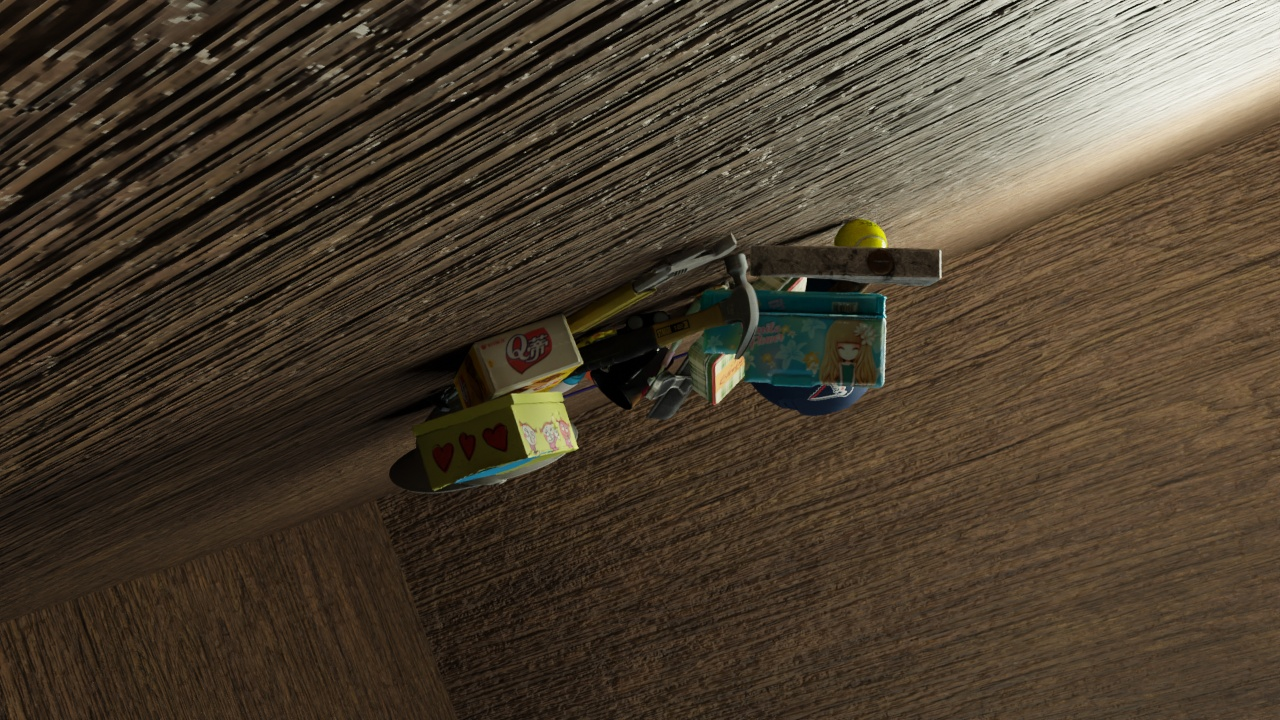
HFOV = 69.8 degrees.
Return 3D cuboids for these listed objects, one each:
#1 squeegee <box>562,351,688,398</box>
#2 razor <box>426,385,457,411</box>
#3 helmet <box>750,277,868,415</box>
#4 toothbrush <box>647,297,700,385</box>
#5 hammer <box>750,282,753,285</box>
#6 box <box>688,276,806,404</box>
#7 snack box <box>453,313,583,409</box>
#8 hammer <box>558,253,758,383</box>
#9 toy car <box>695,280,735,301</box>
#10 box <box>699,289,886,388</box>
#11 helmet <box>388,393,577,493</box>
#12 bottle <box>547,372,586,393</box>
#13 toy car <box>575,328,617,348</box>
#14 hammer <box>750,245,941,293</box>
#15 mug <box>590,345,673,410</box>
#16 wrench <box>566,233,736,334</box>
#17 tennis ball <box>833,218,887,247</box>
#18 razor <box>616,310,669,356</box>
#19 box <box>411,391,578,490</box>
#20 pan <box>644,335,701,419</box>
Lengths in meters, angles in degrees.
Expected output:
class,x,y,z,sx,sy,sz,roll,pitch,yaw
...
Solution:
class,x,y,z,sx,sy,sz,roll,pitch,yaw
squeegee,-0.064,0.014,1.499,0.250,0.055,0.184,-20,173,19
razor,-0.218,0.031,1.248,0.143,0.022,0.042,-24,-145,-33
helmet,0.270,-0.019,1.441,0.232,0.223,0.272,-31,180,7
toothbrush,0.051,-0.030,1.308,0.155,0.015,0.022,-61,179,13
hammer,0.056,-0.051,1.505,0.119,0.030,0.332,-16,172,-44
box,0.151,-0.039,1.276,0.205,0.049,0.118,-42,151,-21
snack box,-0.150,0.014,1.086,0.110,0.061,0.231,-20,175,-19
hammer,0.002,-0.025,1.157,0.334,0.118,0.025,-18,173,33
toy car,0.120,-0.086,1.285,0.047,0.047,0.111,-20,177,27
box,0.188,-0.023,1.163,0.227,0.121,0.098,2,174,1
helmet,-0.228,0.084,1.294,0.271,0.118,0.183,-13,-155,-14
bottle,-0.120,0.022,1.394,0.051,0.051,0.147,-19,175,-38
toy car,-0.073,-0.018,1.280,0.049,0.030,0.107,-20,174,-42
hammer,0.236,-0.098,1.195,0.218,0.037,0.300,2,174,0
mug,-0.008,0.008,1.353,0.098,0.082,0.118,-47,-176,-18
wrench,-0.006,-0.075,0.994,0.083,0.018,0.274,-18,174,-44
tennis ball,0.284,-0.150,1.187,0.065,0.065,0.065,-22,176,-2
razor,-0.019,-0.028,1.297,0.060,0.057,0.157,27,153,-22
box,-0.160,0.088,1.058,0.124,0.081,0.221,-20,173,10
pan,0.054,0.028,1.357,0.187,0.055,0.356,-56,179,11
